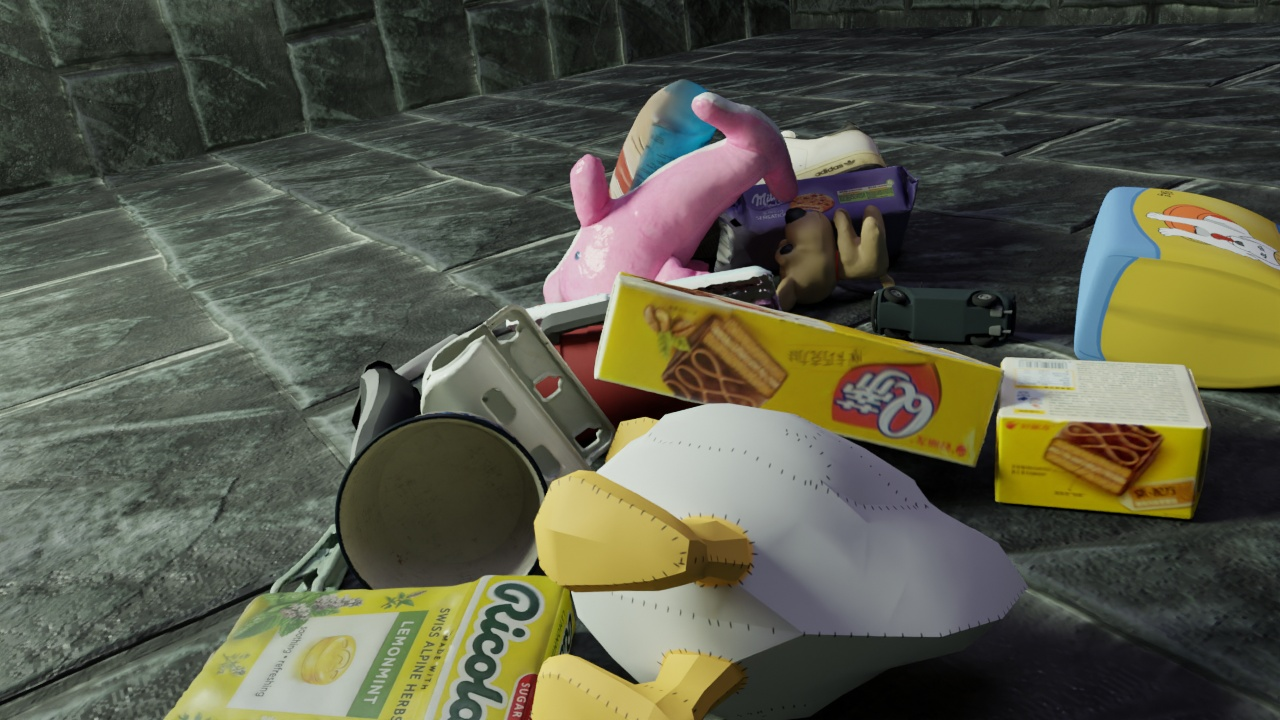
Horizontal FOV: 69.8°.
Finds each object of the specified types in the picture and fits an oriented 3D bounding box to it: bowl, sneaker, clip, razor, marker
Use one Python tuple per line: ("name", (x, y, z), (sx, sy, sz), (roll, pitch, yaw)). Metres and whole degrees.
("bowl", (-0.109, 0.081, 0.525), (0.115, 0.115, 0.059), (-10, 9, -5))
("sneaker", (0.138, -0.192, 0.988), (0.242, 0.089, 0.102), (-17, 62, 18))
("clip", (-0.191, 0.126, 0.554), (0.035, 0.023, 0.074), (-5, 22, 10))
("razor", (-0.191, 0.054, 0.683), (0.060, 0.057, 0.156), (-41, 26, 3))
("marker", (-0.185, -0.006, 0.855), (0.022, 0.016, 0.138), (29, 38, 17))
("clip", (-0.099, 0.055, 0.577), (0.151, 0.126, 0.092), (-38, 22, -8))

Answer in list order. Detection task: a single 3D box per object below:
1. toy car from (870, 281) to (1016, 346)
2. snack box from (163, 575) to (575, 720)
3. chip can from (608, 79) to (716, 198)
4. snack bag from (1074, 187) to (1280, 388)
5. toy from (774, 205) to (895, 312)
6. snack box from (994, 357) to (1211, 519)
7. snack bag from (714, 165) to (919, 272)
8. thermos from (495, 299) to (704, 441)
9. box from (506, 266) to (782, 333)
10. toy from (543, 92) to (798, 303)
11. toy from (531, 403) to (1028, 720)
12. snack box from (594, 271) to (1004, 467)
("toy car", (0.247, -0.038, 0.751), (0.112, 0.046, 0.034), (4, 28, 22))
("snack box", (-0.129, 0.155, 0.441), (0.181, 0.045, 0.121), (-3, 24, 10))
("chip can", (0.009, -0.171, 0.909), (0.079, 0.230, 0.079), (7, 58, -12))
("snack bag", (0.433, -0.047, 0.660), (0.205, 0.102, 0.158), (15, 31, 21))
("toy", (0.174, -0.095, 0.849), (0.108, 0.106, 0.133), (-12, 18, 19))
("snack box", (0.268, 0.043, 0.544), (0.106, 0.061, 0.083), (2, 26, 22))
("snack bag", (0.174, -0.135, 0.929), (0.205, 0.096, 0.058), (-9, 58, 0))
("thermos", (-0.004, 0.004, 0.660), (0.198, 0.108, 0.083), (-6, 36, 0))
("box", (0.008, -0.038, 0.726), (0.201, 0.044, 0.154), (-10, -19, 10))
("toy", (0.026, -0.106, 0.811), (0.266, 0.186, 0.127), (-39, 46, 16))
("toy", (0.051, 0.086, 0.441), (0.247, 0.141, 0.266), (7, 11, 27))
("snack box", (0.090, 0.001, 0.572), (0.230, 0.062, 0.110), (13, 7, -3))
